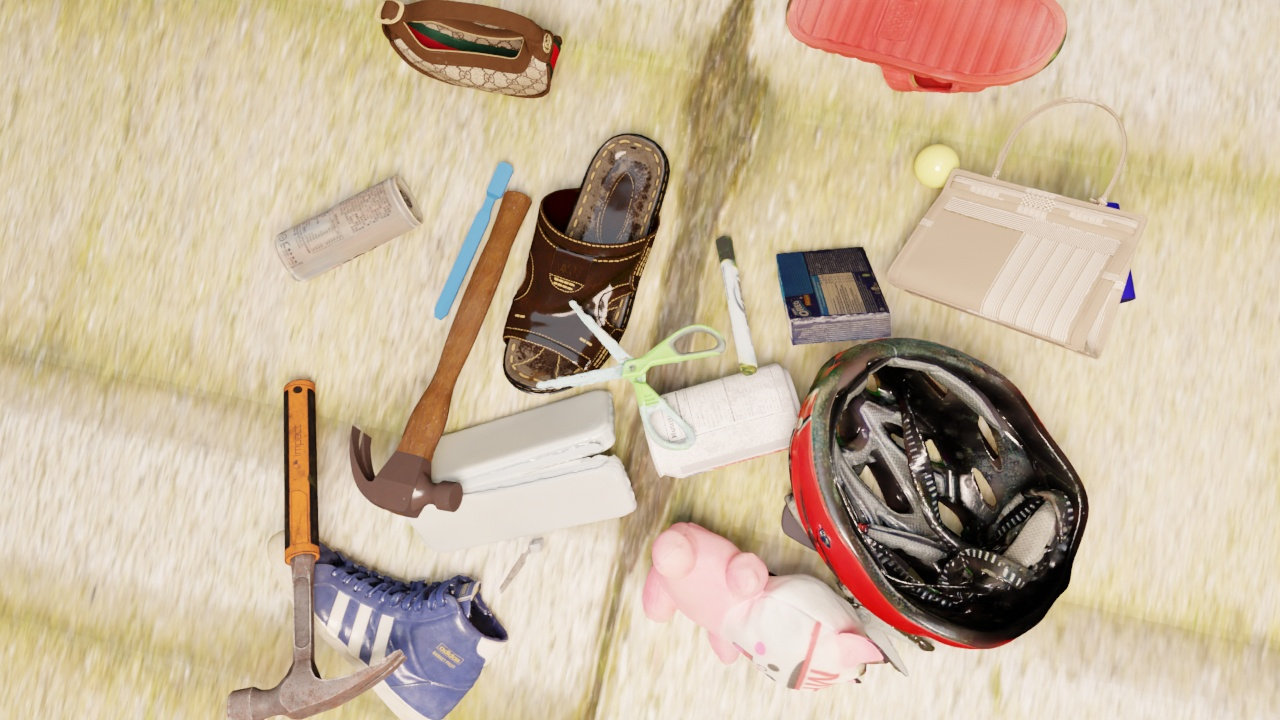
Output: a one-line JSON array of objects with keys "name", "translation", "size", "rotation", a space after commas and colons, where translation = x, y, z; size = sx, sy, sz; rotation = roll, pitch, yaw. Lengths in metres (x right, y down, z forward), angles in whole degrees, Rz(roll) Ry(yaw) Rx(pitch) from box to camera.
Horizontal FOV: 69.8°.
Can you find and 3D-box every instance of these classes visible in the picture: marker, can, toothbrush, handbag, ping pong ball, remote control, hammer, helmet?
[{"name": "marker", "translation": [0.087, -0.052, 0.838], "size": [0.017, 0.017, 0.146], "rotation": [-10, 61, 5]}, {"name": "can", "translation": [-0.284, -0.127, 0.891], "size": [0.135, 0.054, 0.054], "rotation": [-26, 84, 3]}, {"name": "toothbrush", "translation": [-0.100, 0.175, 0.788], "size": [0.010, 0.181, 0.010], "rotation": [-8, 90, 2]}, {"name": "handbag", "translation": [0.331, -0.125, 0.770], "size": [0.176, 0.062, 0.198], "rotation": [27, 100, 38]}, {"name": "ping pong ball", "translation": [0.273, -0.179, 0.846], "size": [0.040, 0.040, 0.040], "rotation": [0, 86, 6]}, {"name": "toothbrush", "translation": [-0.164, -0.116, 0.902], "size": [0.016, 0.014, 0.166], "rotation": [25, 93, 7]}, {"name": "can", "translation": [0.075, 0.056, 0.830], "size": [0.136, 0.078, 0.078], "rotation": [-16, 84, 4]}, {"name": "handbag", "translation": [-0.159, -0.298, 0.848], "size": [0.166, 0.138, 0.063], "rotation": [13, 86, 7]}, {"name": "remote control", "translation": [0.188, 0.167, 0.845], "size": [0.124, 0.009, 0.046], "rotation": [30, 90, 7]}, {"name": "hammer", "translation": [-0.168, -0.015, 0.839], "size": [0.115, 0.033, 0.322], "rotation": [11, 69, 20]}, {"name": "helmet", "translation": [0.232, 0.107, 0.760], "size": [0.217, 0.167, 0.272], "rotation": [-40, 93, -20]}, {"name": "hammer", "translation": [-0.289, 0.152, 0.818], "size": [0.137, 0.035, 0.314], "rotation": [-10, 58, -7]}]

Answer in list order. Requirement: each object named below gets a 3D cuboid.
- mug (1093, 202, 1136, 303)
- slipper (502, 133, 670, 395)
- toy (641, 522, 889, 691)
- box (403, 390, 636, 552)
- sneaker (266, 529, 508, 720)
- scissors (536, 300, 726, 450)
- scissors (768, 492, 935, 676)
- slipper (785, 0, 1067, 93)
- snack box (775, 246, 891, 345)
[{"name": "mug", "translation": [0.372, -0.085, 0.817], "size": [0.111, 0.079, 0.083], "rotation": [-11, 84, 33]}, {"name": "slipper", "translation": [-0.052, -0.091, 0.854], "size": [0.113, 0.075, 0.268], "rotation": [24, 89, 7]}, {"name": "toy", "translation": [0.105, 0.220, 0.800], "size": [0.213, 0.142, 0.084], "rotation": [25, 51, 14]}, {"name": "box", "translation": [-0.109, 0.124, 0.855], "size": [0.215, 0.106, 0.125], "rotation": [-16, 110, 7]}, {"name": "sneaker", "translation": [-0.224, 0.213, 0.842], "size": [0.118, 0.091, 0.233], "rotation": [-42, 84, 6]}, {"name": "scissors", "translation": [-0.006, 0.012, 0.802], "size": [0.171, 0.023, 0.167], "rotation": [-13, 77, 1]}, {"name": "scissors", "translation": [0.170, 0.206, 0.836], "size": [0.187, 0.015, 0.179], "rotation": [-6, 97, 13]}, {"name": "slipper", "translation": [0.258, -0.301, 0.849], "size": [0.249, 0.059, 0.103], "rotation": [17, 89, 22]}, {"name": "snack box", "translation": [0.164, -0.059, 0.799], "size": [0.082, 0.150, 0.027], "rotation": [-5, 117, 8]}]
